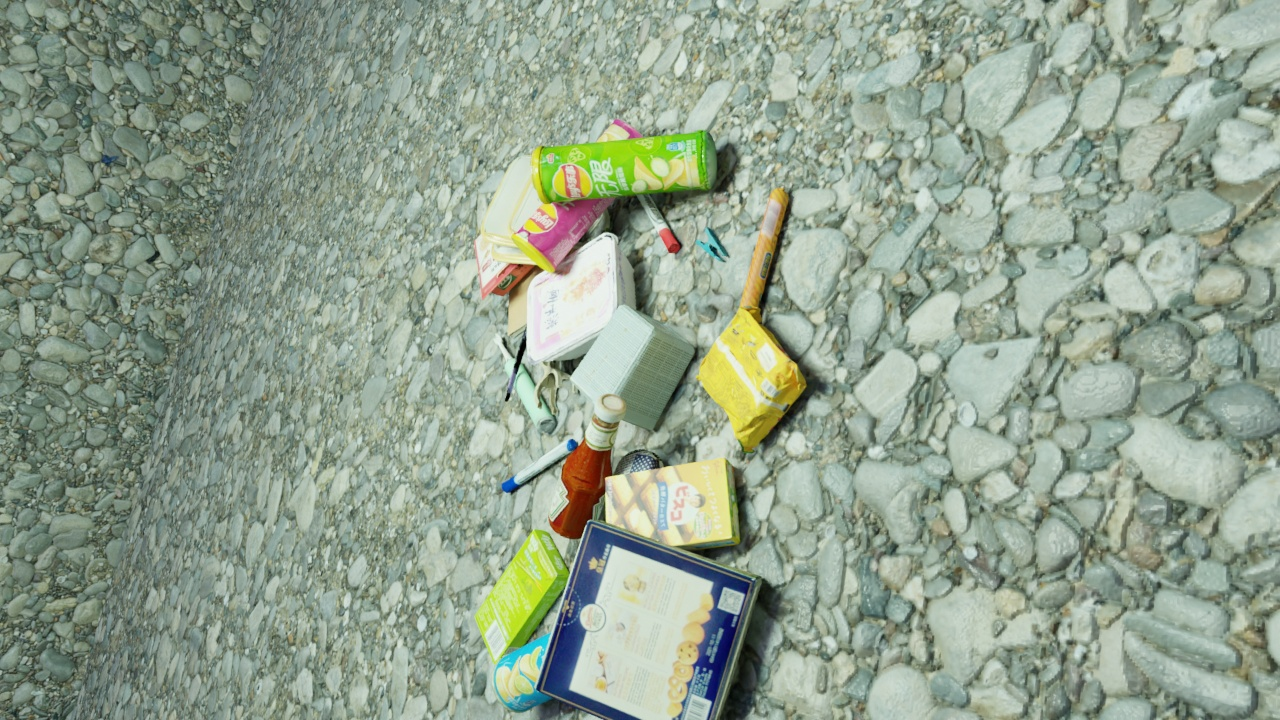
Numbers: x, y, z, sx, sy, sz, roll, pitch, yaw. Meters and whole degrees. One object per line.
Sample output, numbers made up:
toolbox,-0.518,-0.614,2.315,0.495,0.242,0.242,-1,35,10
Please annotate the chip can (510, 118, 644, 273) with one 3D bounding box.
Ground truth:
chip can,-0.075,-0.215,1.199,0.210,0.071,0.071,-50,40,-7

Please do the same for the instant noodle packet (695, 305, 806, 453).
instant noodle packet,0.115,0.017,0.957,0.111,0.044,0.128,-57,37,25

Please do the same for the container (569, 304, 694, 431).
container,-0.006,0.006,1.068,0.111,0.090,0.090,-58,41,9

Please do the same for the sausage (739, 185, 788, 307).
sausage,0.135,-0.115,1.007,0.021,0.021,0.165,10,83,50

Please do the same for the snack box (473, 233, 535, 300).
snack box,-0.192,-0.161,1.361,0.113,0.044,0.127,-39,47,29

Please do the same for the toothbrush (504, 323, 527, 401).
toothbrush,-0.159,-0.030,1.283,0.017,0.014,0.188,3,70,34

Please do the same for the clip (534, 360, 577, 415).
clip,-0.123,0.032,1.231,0.094,0.035,0.102,-61,36,9

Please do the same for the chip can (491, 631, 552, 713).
chip can,-0.078,0.331,1.026,0.211,0.071,0.071,-37,50,34

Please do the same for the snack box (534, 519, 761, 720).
snack box,0.007,0.270,0.905,0.183,0.045,0.178,17,88,18

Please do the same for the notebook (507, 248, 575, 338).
notebook,-0.148,-0.155,1.354,0.150,0.012,0.211,-29,54,37

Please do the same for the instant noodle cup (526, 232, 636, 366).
instant noodle cup,-0.072,-0.070,1.192,0.174,0.060,0.137,-27,55,39

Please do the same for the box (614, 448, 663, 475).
box,0.006,0.180,1.022,0.072,0.060,0.164,-13,64,22

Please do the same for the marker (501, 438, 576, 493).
marker,-0.135,0.139,1.212,0.146,0.017,0.016,-35,51,35

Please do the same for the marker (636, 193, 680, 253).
marker,0.018,-0.187,1.174,0.017,0.017,0.145,-48,44,24

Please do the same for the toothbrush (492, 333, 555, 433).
toothbrush,-0.170,0.025,1.292,0.026,0.027,0.224,-29,44,-8

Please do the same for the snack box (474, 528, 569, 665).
snack box,-0.150,0.299,1.156,0.156,0.026,0.085,-57,41,16

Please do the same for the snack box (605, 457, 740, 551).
snack box,0.032,0.157,0.965,0.141,0.034,0.086,-11,63,18

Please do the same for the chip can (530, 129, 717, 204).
chip can,-0.018,-0.234,1.113,0.221,0.072,0.072,-3,68,11

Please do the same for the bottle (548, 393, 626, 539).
bottle,-0.057,0.121,1.044,0.059,0.059,0.207,-116,35,-41

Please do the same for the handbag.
handbag,-0.119,-0.210,1.275,0.179,0.063,0.163,9,63,22

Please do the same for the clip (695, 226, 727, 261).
clip,0.084,-0.134,1.078,0.049,0.015,0.057,-53,41,16
